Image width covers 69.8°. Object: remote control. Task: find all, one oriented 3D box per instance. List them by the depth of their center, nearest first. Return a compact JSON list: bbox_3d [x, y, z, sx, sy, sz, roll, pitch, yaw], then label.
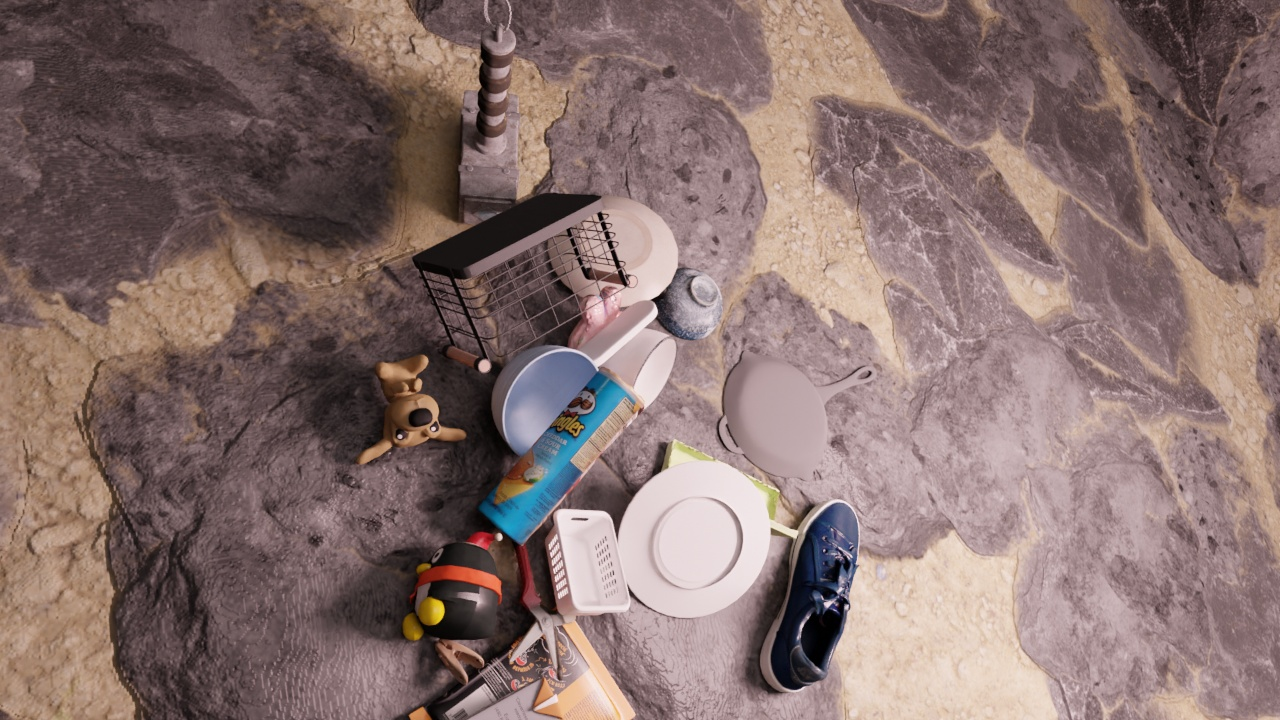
[{"bbox_3d":[-0.031,-0.035,1.206,0.136,0.043,0.013,-42,130,-23],"label":"remote control"}]

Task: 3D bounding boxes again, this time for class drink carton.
[{"bbox_3d":[-0.151,0.387,0.966,0.124,0.076,0.048,-20,76,-30],"label":"drink carton"}]

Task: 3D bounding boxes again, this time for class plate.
[{"bbox_3d":[0.073,0.232,1.178,0.208,0.015,0.208,-2,98,-16],"label":"plate"},{"bbox_3d":[-0.036,-0.164,1.307,0.188,0.027,0.188,4,63,-9],"label":"plate"}]

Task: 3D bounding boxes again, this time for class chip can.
[{"bbox_3d":[-0.094,0.115,1.110,0.080,0.080,0.229,43,78,-8],"label":"chip can"}]

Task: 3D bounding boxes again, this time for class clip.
[{"bbox_3d":[-0.207,0.336,1.017,0.061,0.024,0.041,22,42,12],"label":"clip"}]

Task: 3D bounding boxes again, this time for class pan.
[{"bbox_3d":[0.260,0.063,1.423,0.353,0.024,0.216,-20,80,-36],"label":"pan"}]

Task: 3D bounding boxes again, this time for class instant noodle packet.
[{"bbox_3d":[-0.126,0.402,1.039,0.220,0.032,0.160,-30,84,-36],"label":"instant noodle packet"}]

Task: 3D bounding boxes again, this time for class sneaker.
[{"bbox_3d":[0.258,0.307,1.255,0.120,0.128,0.293,37,53,-13],"label":"sneaker"}]

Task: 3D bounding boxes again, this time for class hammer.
[{"bbox_3d":[-0.184,-0.318,1.142,0.079,0.327,0.176,2,67,-11],"label":"hammer"}]

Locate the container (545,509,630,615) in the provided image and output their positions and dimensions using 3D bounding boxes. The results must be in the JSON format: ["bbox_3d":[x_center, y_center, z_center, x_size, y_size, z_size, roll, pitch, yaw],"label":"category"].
[{"bbox_3d":[-0.069,0.248,1.102,0.080,0.050,0.129,9,51,-34],"label":"container"}]

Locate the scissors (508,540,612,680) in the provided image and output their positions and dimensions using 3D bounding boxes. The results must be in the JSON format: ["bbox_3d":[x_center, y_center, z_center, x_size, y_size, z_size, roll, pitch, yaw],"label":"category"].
[{"bbox_3d":[-0.098,0.281,1.102,0.179,0.015,0.198,0,57,-39],"label":"scissors"}]

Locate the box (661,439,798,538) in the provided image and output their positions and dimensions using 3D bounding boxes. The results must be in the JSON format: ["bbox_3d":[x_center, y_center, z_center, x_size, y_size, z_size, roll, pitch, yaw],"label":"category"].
[{"bbox_3d":[0.117,0.188,1.262,0.188,0.064,0.130,27,16,-20],"label":"box"}]

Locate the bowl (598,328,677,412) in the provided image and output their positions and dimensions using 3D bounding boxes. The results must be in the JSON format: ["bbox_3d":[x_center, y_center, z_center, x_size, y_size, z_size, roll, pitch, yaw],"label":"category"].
[{"bbox_3d":[-0.007,0.007,1.239,0.066,0.117,0.116,27,51,21],"label":"bowl"}]

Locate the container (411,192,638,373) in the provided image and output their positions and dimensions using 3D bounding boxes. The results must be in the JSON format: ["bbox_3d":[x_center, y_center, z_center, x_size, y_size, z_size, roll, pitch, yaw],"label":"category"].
[{"bbox_3d":[-0.143,-0.105,1.136,0.240,0.163,0.130,-32,117,-26],"label":"container"}]

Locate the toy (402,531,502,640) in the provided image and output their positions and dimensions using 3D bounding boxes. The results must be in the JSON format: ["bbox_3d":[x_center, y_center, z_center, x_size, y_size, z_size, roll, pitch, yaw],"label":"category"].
[{"bbox_3d":[-0.203,0.251,1.025,0.099,0.098,0.119,19,52,-23],"label":"toy"}]

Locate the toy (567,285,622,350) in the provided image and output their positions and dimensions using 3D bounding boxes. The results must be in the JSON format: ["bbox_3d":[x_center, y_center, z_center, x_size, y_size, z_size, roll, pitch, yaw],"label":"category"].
[{"bbox_3d":[-0.055,-0.049,1.244,0.053,0.105,0.108,32,42,33],"label":"toy"}]

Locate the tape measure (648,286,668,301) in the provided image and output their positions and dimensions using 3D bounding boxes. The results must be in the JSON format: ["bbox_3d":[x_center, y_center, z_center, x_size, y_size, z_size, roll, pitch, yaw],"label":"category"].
[{"bbox_3d":[0.005,-0.117,1.330,0.067,0.038,0.062,-5,58,-3],"label":"tape measure"}]

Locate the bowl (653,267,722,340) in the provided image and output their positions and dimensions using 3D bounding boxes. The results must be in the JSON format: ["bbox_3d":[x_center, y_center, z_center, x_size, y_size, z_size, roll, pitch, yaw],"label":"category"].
[{"bbox_3d":[0.081,-0.093,1.362,0.114,0.061,0.114,13,63,-27],"label":"bowl"}]

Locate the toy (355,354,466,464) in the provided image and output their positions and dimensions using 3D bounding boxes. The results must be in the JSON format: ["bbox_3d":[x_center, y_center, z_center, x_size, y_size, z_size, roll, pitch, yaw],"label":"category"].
[{"bbox_3d":[-0.273,0.053,1.071,0.134,0.106,0.108,-12,87,-30],"label":"toy"}]

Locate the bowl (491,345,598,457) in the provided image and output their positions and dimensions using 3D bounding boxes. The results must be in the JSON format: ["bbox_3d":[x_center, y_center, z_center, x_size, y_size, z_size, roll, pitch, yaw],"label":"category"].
[{"bbox_3d":[-0.128,0.044,1.151,0.150,0.075,0.151,-19,121,-35],"label":"bowl"}]
